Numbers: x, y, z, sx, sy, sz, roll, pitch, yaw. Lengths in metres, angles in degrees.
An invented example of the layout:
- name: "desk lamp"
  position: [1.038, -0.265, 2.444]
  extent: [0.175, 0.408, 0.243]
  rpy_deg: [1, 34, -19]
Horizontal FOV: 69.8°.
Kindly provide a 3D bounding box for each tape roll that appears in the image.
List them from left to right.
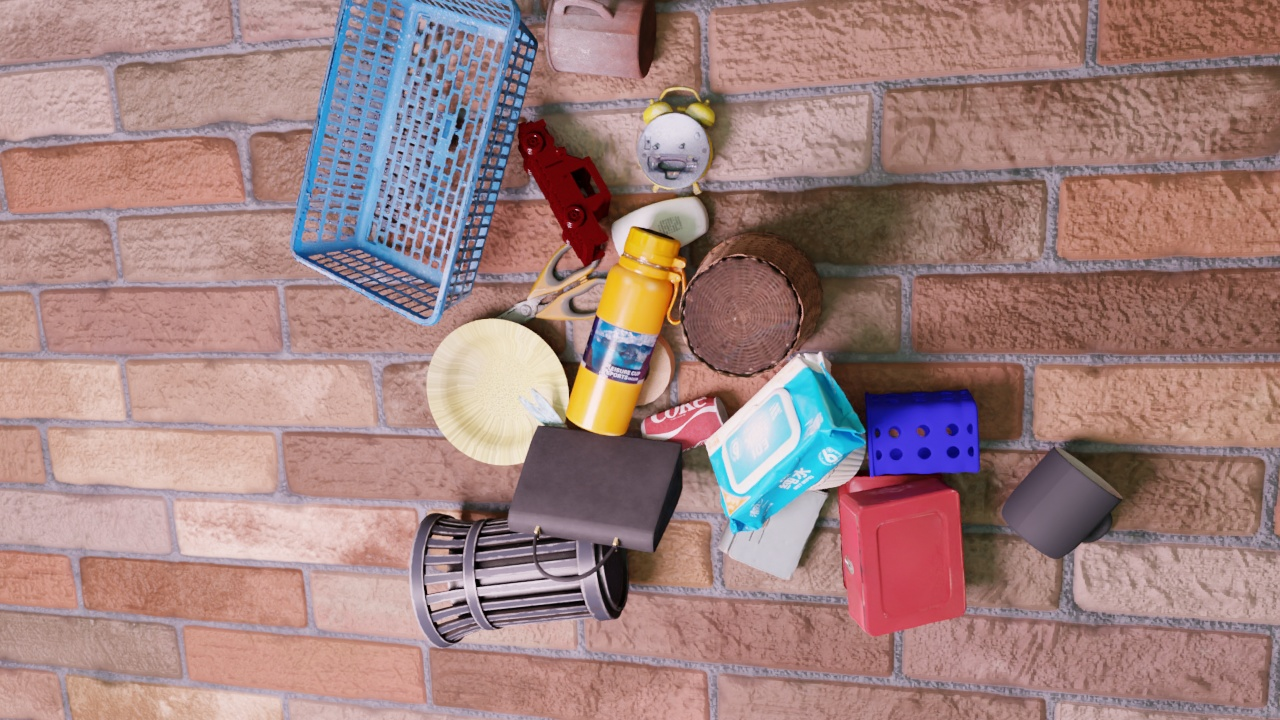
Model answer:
- name: "tape roll"
  position: [-0.007, 0.006, 1.106]
  extent: [0.094, 0.027, 0.094]
  rpy_deg: [3, 101, 14]

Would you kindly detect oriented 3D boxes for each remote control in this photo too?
- name: "remote control"
  position: [0.023, -0.154, 1.068]
  extent: [0.114, 0.028, 0.060]
  rpy_deg: [-19, 95, 17]

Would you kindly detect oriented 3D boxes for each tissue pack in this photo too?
- name: "tissue pack"
  position: [0.148, 0.093, 0.999]
  extent: [0.066, 0.116, 0.210]
  rpy_deg: [16, 132, -32]

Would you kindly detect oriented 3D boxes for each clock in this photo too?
- name: "clock"
  position: [0.042, -0.247, 1.031]
  extent: [0.083, 0.057, 0.119]
  rpy_deg: [5, 102, 14]

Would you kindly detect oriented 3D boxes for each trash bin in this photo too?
- name: "trash bin"
  position: [-0.139, 0.255, 1.121]
  extent: [0.228, 0.164, 0.164]
  rpy_deg: [-9, 98, 12]
- name: "trash bin"
  position: [0.112, -0.055, 0.970]
  extent: [0.151, 0.209, 0.151]
  rpy_deg: [3, 101, 14]

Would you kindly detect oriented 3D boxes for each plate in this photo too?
- name: "plate"
  position: [-0.174, 0.037, 1.148]
  extent: [0.184, 0.036, 0.184]
  rpy_deg: [3, 102, 12]

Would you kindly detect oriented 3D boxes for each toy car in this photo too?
- name: "toy car"
  position: [-0.081, -0.199, 1.056]
  extent: [0.061, 0.070, 0.169]
  rpy_deg: [-26, 79, -13]

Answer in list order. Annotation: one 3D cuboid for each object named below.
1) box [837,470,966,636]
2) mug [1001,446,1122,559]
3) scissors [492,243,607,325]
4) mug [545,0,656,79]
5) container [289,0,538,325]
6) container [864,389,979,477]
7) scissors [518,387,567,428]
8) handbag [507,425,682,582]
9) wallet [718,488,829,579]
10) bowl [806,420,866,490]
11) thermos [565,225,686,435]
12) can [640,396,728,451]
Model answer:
- name: "box"
  position: [0.291, 0.210, 1.023]
  extent: [0.137, 0.126, 0.157]
  rpy_deg: [-6, 99, 10]
- name: "mug"
  position: [0.465, 0.163, 0.997]
  extent: [0.121, 0.085, 0.095]
  rpy_deg: [28, 109, -23]
- name: "scissors"
  position: [-0.131, -0.078, 1.129]
  extent: [0.229, 0.016, 0.114]
  rpy_deg: [-20, 94, 18]
- name: "mug"
  position: [-0.045, -0.363, 0.998]
  extent: [0.110, 0.123, 0.096]
  rpy_deg: [4, 87, 10]
- name: "container"
  position: [-0.257, -0.249, 1.063]
  extent: [0.257, 0.089, 0.363]
  rpy_deg: [26, 106, 26]
- name: "container"
  position: [0.309, 0.079, 1.012]
  extent: [0.114, 0.085, 0.084]
  rpy_deg: [-4, 100, 13]
- name: "scissors"
  position: [-0.076, 0.088, 1.115]
  extent: [0.101, 0.016, 0.178]
  rpy_deg: [-25, 115, 15]
- name: "handbag"
  position: [-0.058, 0.171, 1.023]
  extent: [0.176, 0.195, 0.072]
  rpy_deg: [6, 127, 12]
- name: "wallet"
  position: [0.157, 0.187, 1.090]
  extent: [0.100, 0.054, 0.132]
  rpy_deg: [21, 110, 10]
- name: "bowl"
  position: [0.203, 0.094, 1.033]
  extent: [0.062, 0.115, 0.115]
  rpy_deg: [16, 109, -34]
- name: "thermos"
  position: [-0.010, -0.033, 1.049]
  extent: [0.091, 0.076, 0.233]
  rpy_deg: [11, 105, -26]
- name: "can"
  position: [0.054, 0.079, 1.091]
  extent: [0.097, 0.054, 0.054]
  rpy_deg: [-21, 95, 17]
